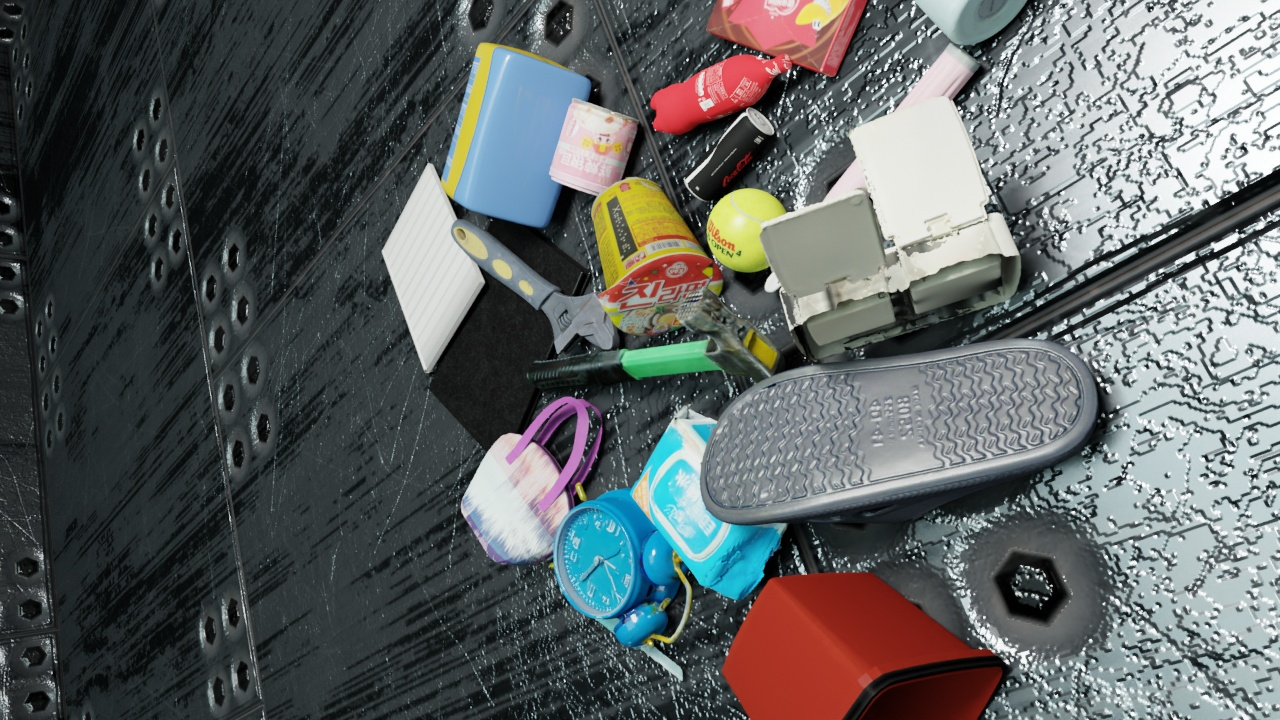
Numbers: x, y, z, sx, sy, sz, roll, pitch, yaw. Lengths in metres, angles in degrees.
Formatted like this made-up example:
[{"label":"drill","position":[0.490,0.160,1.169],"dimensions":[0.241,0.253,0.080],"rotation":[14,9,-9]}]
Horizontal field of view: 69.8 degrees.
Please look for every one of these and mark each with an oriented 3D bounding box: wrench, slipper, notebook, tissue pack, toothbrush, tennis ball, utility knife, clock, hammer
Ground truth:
[{"label":"wrench","position":[-0.114,-0.079,0.920],"dimensions":[0.273,0.022,0.073],"rotation":[38,115,36]},{"label":"slipper","position":[0.170,0.056,0.631],"dimensions":[0.269,0.083,0.110],"rotation":[-15,58,26]},{"label":"notebook","position":[-0.149,-0.029,0.979],"dimensions":[0.169,0.019,0.232],"rotation":[39,114,37]},{"label":"tissue pack","position":[0.057,0.113,0.740],"dimensions":[0.144,0.061,0.093],"rotation":[46,118,35]},{"label":"toothbrush","position":[0.162,-0.133,0.677],"dimensions":[0.027,0.026,0.223],"rotation":[42,119,6]},{"label":"tennis ball","position":[0.085,-0.102,0.723],"dimensions":[0.065,0.065,0.065],"rotation":[-3,85,44]},{"label":"utility knife","position":[-0.017,0.245,0.835],"dimensions":[0.158,0.015,0.022],"rotation":[26,106,44]},{"label":"clock","position":[-0.011,0.180,0.803],"dimensions":[0.161,0.060,0.117],"rotation":[28,107,40]},{"label":"notebook","position":[-0.246,-0.109,1.066],"dimensions":[0.143,0.009,0.209],"rotation":[-52,49,30]},{"label":"hammer","position":[-0.005,0.005,0.788],"dimensions":[0.320,0.130,0.032],"rotation":[-7,53,53]}]

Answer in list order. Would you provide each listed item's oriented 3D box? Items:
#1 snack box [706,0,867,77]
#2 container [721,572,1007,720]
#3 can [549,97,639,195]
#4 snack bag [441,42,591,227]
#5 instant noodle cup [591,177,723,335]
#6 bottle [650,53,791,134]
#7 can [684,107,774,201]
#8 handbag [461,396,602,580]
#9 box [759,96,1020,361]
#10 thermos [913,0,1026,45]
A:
[{"label":"snack box","position":[0.119,-0.288,0.731],"dimensions":[0.133,0.021,0.089],"rotation":[36,113,39]},{"label":"container","position":[0.160,0.234,0.575],"dimensions":[0.201,0.148,0.127],"rotation":[45,118,47]},{"label":"can","position":[-0.043,-0.196,0.852],"dimensions":[0.067,0.067,0.076],"rotation":[31,108,41]},{"label":"snack bag","position":[-0.146,-0.240,0.943],"dimensions":[0.205,0.102,0.159],"rotation":[42,117,56]},{"label":"instant noodle cup","position":[0.007,-0.095,0.789],"dimensions":[0.101,0.100,0.112],"rotation":[-46,48,32]},{"label":"bottle","position":[0.066,-0.223,0.761],"dimensions":[0.142,0.041,0.042],"rotation":[-9,81,47]},{"label":"can","position":[0.073,-0.170,0.762],"dimensions":[0.081,0.031,0.031],"rotation":[-44,59,33]},{"label":"handbag","position":[-0.095,0.110,0.895],"dimensions":[0.144,0.068,0.170],"rotation":[48,113,35]},{"label":"box","position":[0.149,-0.080,0.569],"dimensions":[0.145,0.186,0.100],"rotation":[-18,57,13]},{"label":"thermos","position":[0.184,-0.309,0.639],"dimensions":[0.078,0.065,0.206],"rotation":[-43,60,25]}]
